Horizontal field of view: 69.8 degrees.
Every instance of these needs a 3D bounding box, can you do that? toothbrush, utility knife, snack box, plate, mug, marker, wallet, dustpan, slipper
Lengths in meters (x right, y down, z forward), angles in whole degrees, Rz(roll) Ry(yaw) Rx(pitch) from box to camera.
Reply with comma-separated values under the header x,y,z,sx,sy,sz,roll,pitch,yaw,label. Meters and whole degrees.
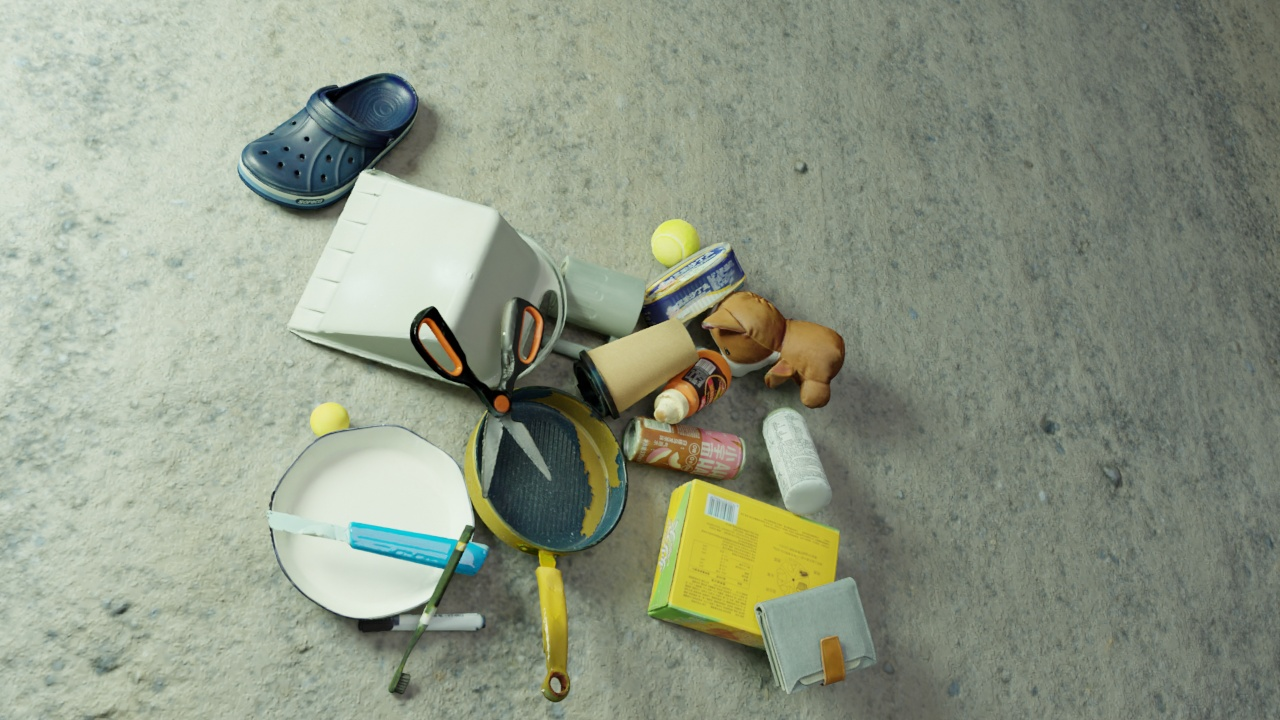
x,y,z,sx,sy,sz,roll,pitch,yaw,label
-0.210,0.253,0.932,0.017,0.012,0.186,26,88,-20,toothbrush
-0.264,0.181,0.928,0.223,0.018,0.034,16,64,-19,utility knife
0.126,0.252,1.094,0.210,0.070,0.157,21,62,-15,snack box
-0.281,0.169,0.965,0.204,0.046,0.204,9,65,-20,plate
-0.062,-0.059,1.148,0.103,0.084,0.124,18,87,-15,mug
-0.227,0.275,0.958,0.130,0.022,0.018,6,110,-20,marker
0.081,-0.063,1.242,0.191,0.016,0.018,-39,98,-32,toothbrush
0.203,0.312,1.040,0.129,0.037,0.106,-8,73,-25,wallet
-0.228,-0.080,1.069,0.258,0.142,0.222,11,70,24,dustpan
-0.357,-0.273,1.096,0.105,0.095,0.252,42,55,1,slipper

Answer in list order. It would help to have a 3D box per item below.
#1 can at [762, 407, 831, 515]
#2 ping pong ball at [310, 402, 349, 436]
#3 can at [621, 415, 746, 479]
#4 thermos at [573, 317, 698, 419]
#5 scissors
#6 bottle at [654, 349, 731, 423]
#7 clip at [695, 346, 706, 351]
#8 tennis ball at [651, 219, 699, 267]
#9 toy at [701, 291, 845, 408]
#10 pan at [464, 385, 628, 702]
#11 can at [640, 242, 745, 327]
x,y,z,sx,sy,sz,roll,pitch,yaw,label
0.194,0.124,1.148,0.058,0.058,0.146,16,32,-17,can
-0.334,0.065,0.989,0.040,0.040,0.040,9,65,-20,ping pong ball
0.054,0.108,1.131,0.147,0.058,0.057,13,64,-18,can
-0.007,0.006,1.106,0.143,0.093,0.093,-28,81,-7,thermos
-0.158,0.026,0.968,0.232,0.022,0.220,40,55,-27,scissors
0.059,0.038,1.137,0.067,0.067,0.149,49,38,2,bottle
0.062,-0.009,1.205,0.057,0.036,0.025,3,105,-26,clip
0.048,-0.157,1.238,0.065,0.066,0.065,9,65,-20,tennis ball
0.166,-0.022,1.210,0.199,0.131,0.140,32,20,-13,toy
-0.096,0.186,0.985,0.197,0.078,0.356,20,54,-28,pan
0.064,-0.095,1.191,0.148,0.074,0.049,-33,114,-7,can
